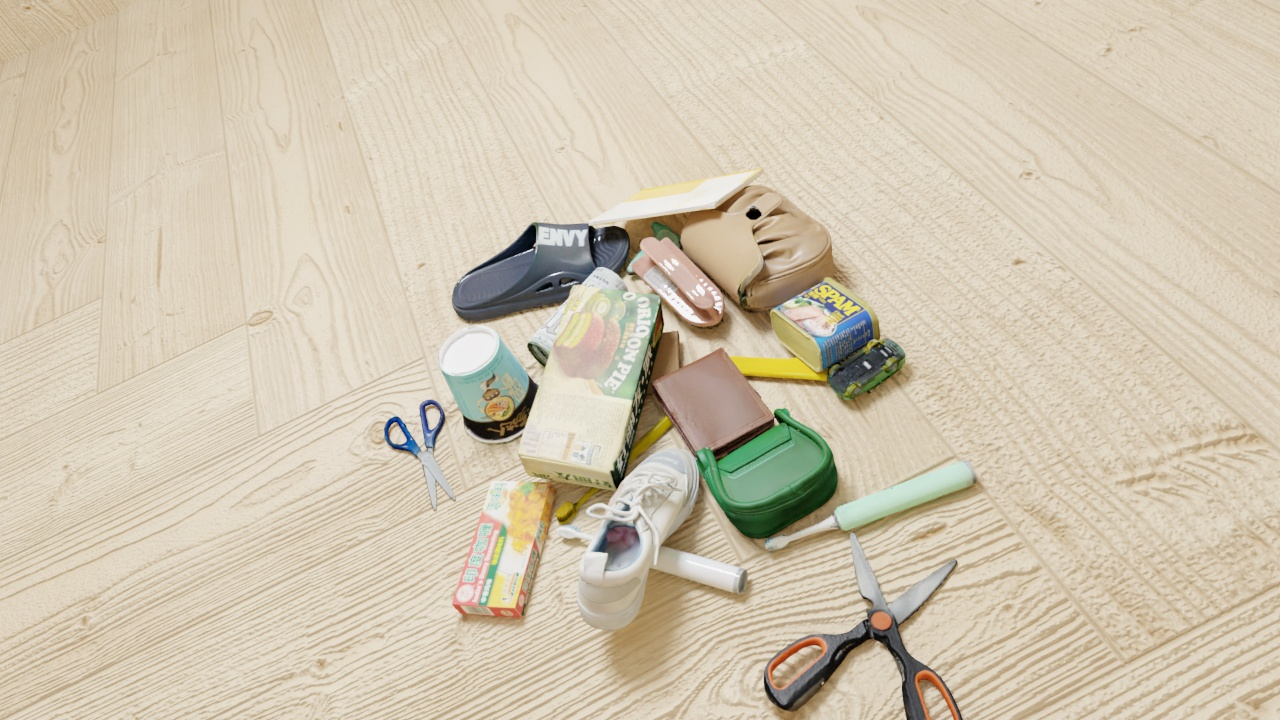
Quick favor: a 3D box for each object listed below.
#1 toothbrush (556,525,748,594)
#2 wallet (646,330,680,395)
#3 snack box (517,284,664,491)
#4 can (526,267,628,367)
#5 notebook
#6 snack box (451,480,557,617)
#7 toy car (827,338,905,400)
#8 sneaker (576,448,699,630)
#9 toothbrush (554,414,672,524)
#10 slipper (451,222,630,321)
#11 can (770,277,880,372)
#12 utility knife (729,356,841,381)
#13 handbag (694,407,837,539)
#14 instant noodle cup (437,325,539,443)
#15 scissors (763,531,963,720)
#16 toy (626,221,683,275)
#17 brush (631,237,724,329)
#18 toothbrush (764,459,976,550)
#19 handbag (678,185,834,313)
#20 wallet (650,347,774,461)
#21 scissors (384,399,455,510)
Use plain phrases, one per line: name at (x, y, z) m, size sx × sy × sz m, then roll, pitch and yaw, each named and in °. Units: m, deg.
toothbrush at (0.006, 0.205, 0.968) m, size 0.221 × 0.027 × 0.026 m, roll 10°, pitch 14°, yaw 27°
wallet at (-0.007, 0.007, 1.135) m, size 0.115 × 0.033 × 0.090 m, roll -9°, pitch 52°, yaw 11°
snack box at (-0.053, 0.028, 1.070) m, size 0.114 × 0.063 × 0.239 m, roll 8°, pitch 59°, yaw 12°
can at (-0.080, -0.054, 1.193) m, size 0.058 × 0.058 × 0.146 m, roll 26°, pitch 63°, yaw 34°
notebook at (0.048, -0.222, 1.252) m, size 0.207 × 0.010 × 0.145 m, roll -1°, pitch 26°, yaw 38°
snack box at (-0.149, 0.206, 1.021) m, size 0.077 × 0.027 × 0.155 m, roll -2°, pitch 51°, yaw 19°
toy car at (0.255, 0.012, 1.034) m, size 0.091 × 0.036 × 0.043 m, roll -30°, pitch 49°, yaw -8°
sneaker at (-0.005, 0.154, 0.939) m, size 0.090 × 0.091 × 0.241 m, roll 6°, pitch 36°, yaw 20°
toothbrush at (-0.025, 0.119, 1.057) m, size 0.189 × 0.017 × 0.016 m, roll -41°, pitch 52°, yaw -16°
slipper at (-0.146, -0.133, 1.268) m, size 0.268 × 0.083 × 0.110 m, roll -18°, pitch 50°, yaw 7°
can at (0.213, -0.041, 1.067) m, size 0.083 × 0.057 × 0.102 m, roll -29°, pitch 40°, yaw -13°
utility knife at (0.163, 0.008, 1.084) m, size 0.154 × 0.015 × 0.033 m, roll 4°, pitch 46°, yaw 23°
handbag at (0.134, 0.115, 0.969) m, size 0.131 × 0.068 × 0.120 m, roll -31°, pitch 48°, yaw -7°
instant noodle cup at (-0.190, 0.024, 1.124) m, size 0.111 × 0.120 × 0.111 m, roll -10°, pitch 49°, yaw 12°
scissors at (0.217, 0.264, 0.851) m, size 0.221 × 0.022 × 0.234 m, roll -20°, pitch 48°, yaw -4°
toy at (0.025, -0.140, 1.250) m, size 0.096 × 0.030 × 0.091 m, roll 36°, pitch 74°, yaw 30°
brush at (0.052, -0.096, 1.162) m, size 0.063 × 0.073 × 0.145 m, roll -38°, pitch 59°, yaw -6°
toothbrush at (0.232, 0.151, 0.933) m, size 0.224 × 0.026 × 0.027 m, roll -21°, pitch 9°, yaw 2°
handbag at (0.147, -0.149, 1.163) m, size 0.147 × 0.100 × 0.204 m, roll -30°, pitch 42°, yaw -11°
wallet at (0.083, 0.050, 1.056) m, size 0.101 × 0.032 × 0.124 m, roll -27°, pitch 58°, yaw -10°
scissors at (-0.278, 0.120, 1.150) m, size 0.140 × 0.012 × 0.170 m, roll -4°, pitch 52°, yaw 14°
